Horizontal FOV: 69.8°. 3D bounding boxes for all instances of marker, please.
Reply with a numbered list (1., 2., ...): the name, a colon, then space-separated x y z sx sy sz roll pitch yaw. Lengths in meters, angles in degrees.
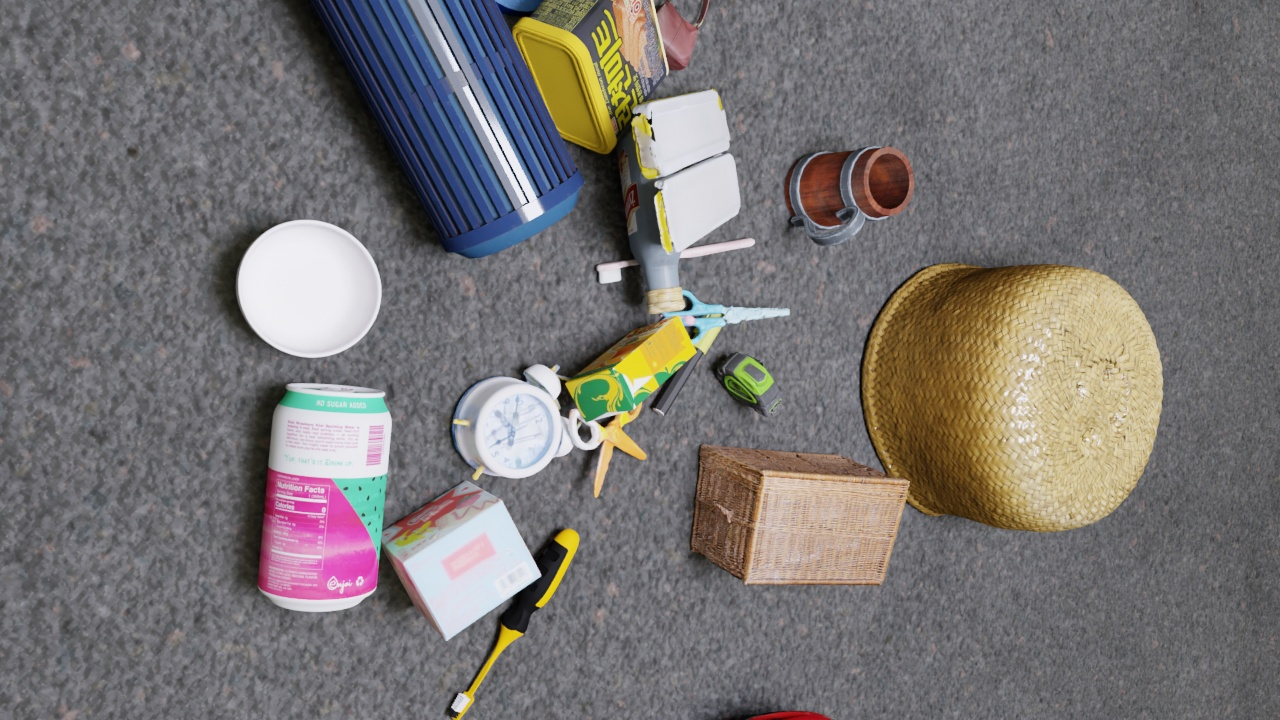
1. marker: 0.048 -0.001 0.909 0.021 0.017 0.123 38 76 -25

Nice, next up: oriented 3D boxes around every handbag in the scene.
1. handbag: 0.044 -0.340 0.878 0.055 0.029 0.119 34 72 -29

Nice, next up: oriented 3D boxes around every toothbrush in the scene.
1. toothbrush: 0.038 -0.100 0.897 0.180 0.016 0.018 -14 108 -27
2. toothbrush: -0.114 0.239 0.834 0.196 0.031 0.031 -57 141 -9

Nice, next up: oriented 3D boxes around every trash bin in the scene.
1. trash bin: -0.150 -0.213 0.715 0.139 0.139 0.249 -35 111 -23

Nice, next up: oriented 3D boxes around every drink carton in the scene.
1. drink carton: -0.005 0.005 0.831 0.122 0.058 0.041 -39 107 -48

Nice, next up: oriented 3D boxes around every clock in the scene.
1. clock: -0.103 0.054 0.812 0.125 0.052 0.089 -25 106 -29

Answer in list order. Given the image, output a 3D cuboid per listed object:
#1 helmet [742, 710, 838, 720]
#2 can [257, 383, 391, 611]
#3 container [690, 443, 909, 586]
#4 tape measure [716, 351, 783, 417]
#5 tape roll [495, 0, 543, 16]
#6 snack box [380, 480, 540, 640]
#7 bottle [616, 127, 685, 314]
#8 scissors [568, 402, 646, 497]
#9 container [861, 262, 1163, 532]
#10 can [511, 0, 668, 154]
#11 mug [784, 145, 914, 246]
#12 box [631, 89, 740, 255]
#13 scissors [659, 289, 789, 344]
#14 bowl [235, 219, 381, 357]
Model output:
1. helmet: 0.119 0.461 0.900 0.271 0.167 0.217 -34 109 -23
2. can: -0.244 0.104 0.714 0.088 0.088 0.166 5 92 -29
3. container: 0.157 0.156 0.928 0.198 0.114 0.113 8 95 -28
4. tape measure: 0.110 0.019 0.918 0.035 0.066 0.059 -44 137 -16
5. tape roll: -0.111 -0.348 0.793 0.093 0.016 0.091 6 91 -29
6. snack box: -0.154 0.162 0.766 0.092 0.095 0.079 -31 108 -23
7. bottle: 0.013 -0.124 0.837 0.046 0.072 0.161 -8 91 -10
8. scissors: -0.028 0.067 0.855 0.128 0.011 0.125 35 64 -49
9. container: 0.424 0.035 1.023 0.306 0.197 0.307 -2 93 -30
10. can: -0.037 -0.261 0.782 0.101 0.072 0.131 -54 154 -17
11. mug: 0.202 -0.162 0.928 0.081 0.111 0.117 44 73 -25
12. box: 0.048 -0.175 0.826 0.209 0.023 0.127 -42 119 -62
13. scissors: 0.083 -0.045 0.908 0.136 0.015 0.056 -3 81 -13
14. bowl: -0.260 -0.056 0.713 0.104 0.054 0.105 -4 98 -29
